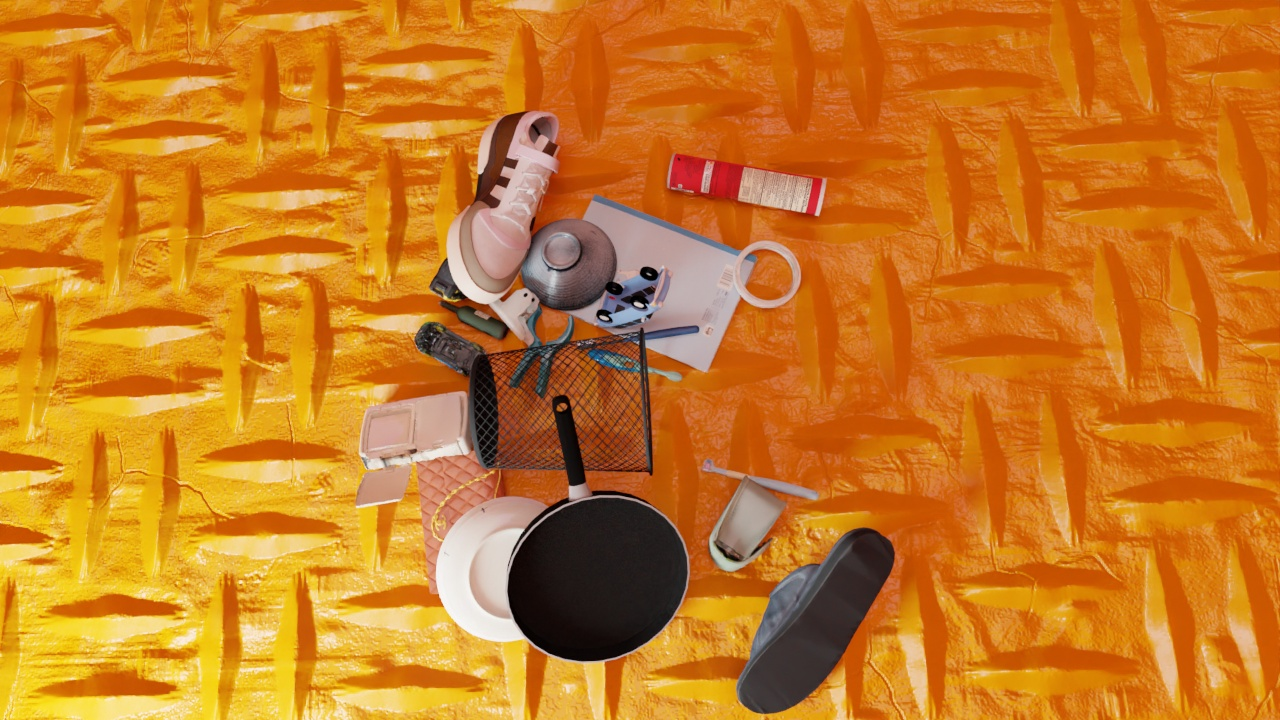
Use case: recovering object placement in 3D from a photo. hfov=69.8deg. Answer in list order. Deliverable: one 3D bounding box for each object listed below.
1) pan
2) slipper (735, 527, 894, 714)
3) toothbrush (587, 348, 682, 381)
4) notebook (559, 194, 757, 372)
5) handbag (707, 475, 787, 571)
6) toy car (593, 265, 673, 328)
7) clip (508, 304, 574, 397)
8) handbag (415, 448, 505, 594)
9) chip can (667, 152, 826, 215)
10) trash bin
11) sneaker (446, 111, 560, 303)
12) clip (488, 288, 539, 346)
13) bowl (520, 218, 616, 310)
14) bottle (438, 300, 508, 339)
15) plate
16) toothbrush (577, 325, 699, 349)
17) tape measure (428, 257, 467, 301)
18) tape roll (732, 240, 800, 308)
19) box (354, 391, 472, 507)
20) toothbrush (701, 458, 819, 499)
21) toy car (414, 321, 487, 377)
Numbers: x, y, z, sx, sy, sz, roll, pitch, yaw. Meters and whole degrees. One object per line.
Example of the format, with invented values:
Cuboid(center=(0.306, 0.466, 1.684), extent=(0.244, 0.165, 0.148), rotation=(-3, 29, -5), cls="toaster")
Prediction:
Cuboid(center=(-0.063, 0.202, 1.095), extent=(0.225, 0.034, 0.357), rotation=(-14, 109, -9), cls="pan")
Cuboid(center=(0.203, 0.309, 1.130), extent=(0.109, 0.083, 0.265), rotation=(32, 93, -28), cls="slipper")
Cuboid(center=(-0.007, 0.007, 1.246), extent=(0.135, 0.017, 0.022), rotation=(16, 78, 10), cls="toothbrush")
Cuboid(center=(0.013, -0.111, 1.276), extent=(0.253, 0.009, 0.181), rotation=(23, 79, 10), cls="notebook")
Cuboid(center=(0.129, 0.207, 1.132), extent=(0.067, 0.122, 0.106), rotation=(31, 77, 9), cls="handbag")
Cuboid(center=(-0.007, -0.078, 1.199), extent=(0.054, 0.154, 0.056), rotation=(29, 66, -26), cls="toy car")
Cuboid(center=(-0.151, -0.022, 1.258), extent=(0.120, 0.030, 0.130), rotation=(35, 82, 10), cls="clip")
Cuboid(center=(-0.225, 0.206, 1.188), extent=(0.109, 0.060, 0.171), rotation=(-9, 75, -3), cls="handbag")
Cuboid(center=(0.147, -0.246, 1.280), extent=(0.215, 0.052, 0.051), rotation=(11, 77, 7), cls="chip can")
Cuboid(center=(-0.095, 0.057, 1.148), extent=(0.210, 0.184, 0.184), rotation=(-4, 75, 2), cls="trash bin")
Cuboid(center=(-0.165, -0.215, 1.234), extent=(0.117, 0.111, 0.293), rotation=(-16, 52, 45), cls="sneaker")
Cuboid(center=(-0.164, -0.067, 1.260), extent=(0.059, 0.052, 0.102), rotation=(-37, 60, -13), cls="clip")
Cuboid(center=(-0.104, -0.142, 1.258), extent=(0.137, 0.057, 0.137), rotation=(-2, 75, 6), cls="bowl")
Cuboid(center=(-0.233, -0.060, 1.271), extent=(0.106, 0.025, 0.025), rotation=(25, 78, 9), cls="bottle")
Cuboid(center=(-0.160, 0.262, 1.143), extent=(0.182, 0.034, 0.182), rotation=(0, 89, -18), cls="plate")
Cuboid(center=(-0.003, -0.032, 1.244), extent=(0.168, 0.014, 0.014), rotation=(-9, 88, 1), cls="toothbrush")
Cuboid(center=(-0.252, -0.116, 1.262), extent=(0.042, 0.072, 0.071), rotation=(26, 90, 13), cls="tape measure")
Cuboid(center=(0.173, -0.118, 1.258), extent=(0.093, 0.013, 0.093), rotation=(1, 81, -6), cls="tape roll")
Cuboid(center=(-0.290, 0.115, 1.175), extent=(0.143, 0.044, 0.184), rotation=(-11, 43, 0), cls="box")
Cuboid(center=(0.157, 0.156, 1.196), extent=(0.155, 0.016, 0.022), rotation=(15, 39, 8), cls="toothbrush")
Cuboid(center=(-0.258, -0.014, 1.257), extent=(0.105, 0.032, 0.048), rotation=(27, 78, 4), cls="toy car")
